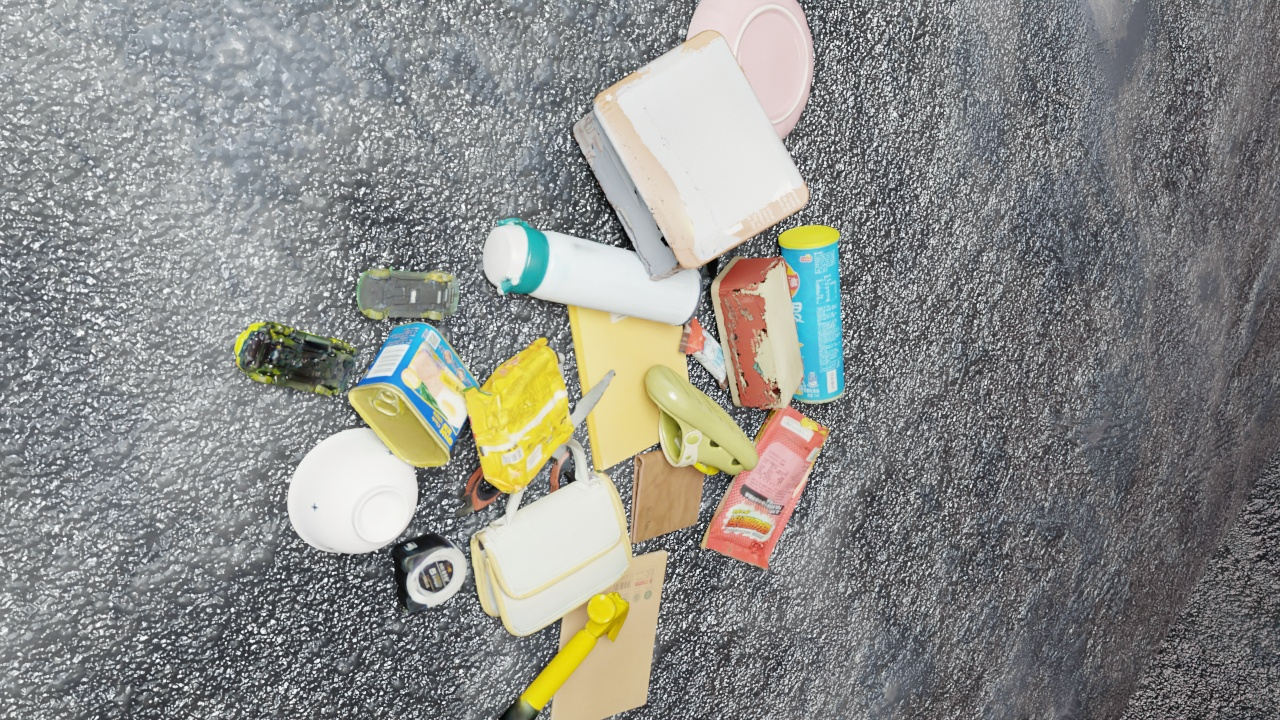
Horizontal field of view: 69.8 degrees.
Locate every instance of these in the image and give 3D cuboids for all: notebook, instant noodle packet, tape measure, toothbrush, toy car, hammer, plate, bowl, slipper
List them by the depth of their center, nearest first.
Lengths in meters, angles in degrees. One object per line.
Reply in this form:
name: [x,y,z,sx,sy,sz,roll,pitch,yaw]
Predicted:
toy car: [-0.280,-0.002,0.750,0.105,0.032,0.048,20,91,-54]
toy car: [-0.202,-0.058,0.793,0.091,0.036,0.043,-1,106,-41]
bowl: [-0.239,0.125,0.804,0.118,0.065,0.118,-15,114,-36]
instant noodle packet: [-0.111,0.051,0.848,0.128,0.044,0.111,-44,126,-57]
tape measure: [-0.203,0.202,0.883,0.065,0.033,0.066,-12,114,-35]
hammer: [-0.117,0.367,0.979,0.300,0.033,0.129,-48,162,-5]
plate: [0.127,-0.315,0.982,0.192,0.039,0.192,-13,111,-39]
notebook: [-0.006,0.006,1.001,0.145,0.010,0.206,-25,119,-32]
toothbrush: [0.070,-0.182,1.004,0.014,0.016,0.190,-17,113,-29]
slipper: [0.054,0.076,1.023,0.082,0.091,0.190,-42,131,9]
notebook: [-0.038,0.332,1.085,0.147,0.008,0.208,-3,106,-40]

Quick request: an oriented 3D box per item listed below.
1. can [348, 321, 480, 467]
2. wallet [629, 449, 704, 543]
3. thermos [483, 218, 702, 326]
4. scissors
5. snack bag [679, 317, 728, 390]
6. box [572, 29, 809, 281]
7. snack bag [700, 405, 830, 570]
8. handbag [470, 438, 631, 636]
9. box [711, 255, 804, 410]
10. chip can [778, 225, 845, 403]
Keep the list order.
can: [-0.192,0.029,0.798,0.102,0.057,0.083,60,35,-36]
wallet: [0.032,0.154,1.079,0.101,0.020,0.115,-11,114,-36]
thermos: [-0.045,-0.085,0.893,0.224,0.073,0.073,9,98,-37]
scissors: [-0.094,0.100,0.948,0.224,0.015,0.189,-41,128,-19]
snack bag: [0.079,-0.007,1.053,0.104,0.026,0.048,39,62,-48]
box: [0.051,-0.187,0.839,0.149,0.167,0.182,-34,99,-35]
snack bag: [0.163,0.161,1.166,0.128,0.073,0.208,26,92,-38]
handbag: [-0.090,0.171,0.932,0.163,0.063,0.179,-24,117,-33]
box: [0.144,-0.030,1.054,0.091,0.078,0.168,-50,133,-47]
chip can: [0.212,-0.055,1.126,0.071,0.071,0.210,-26,120,-32]
